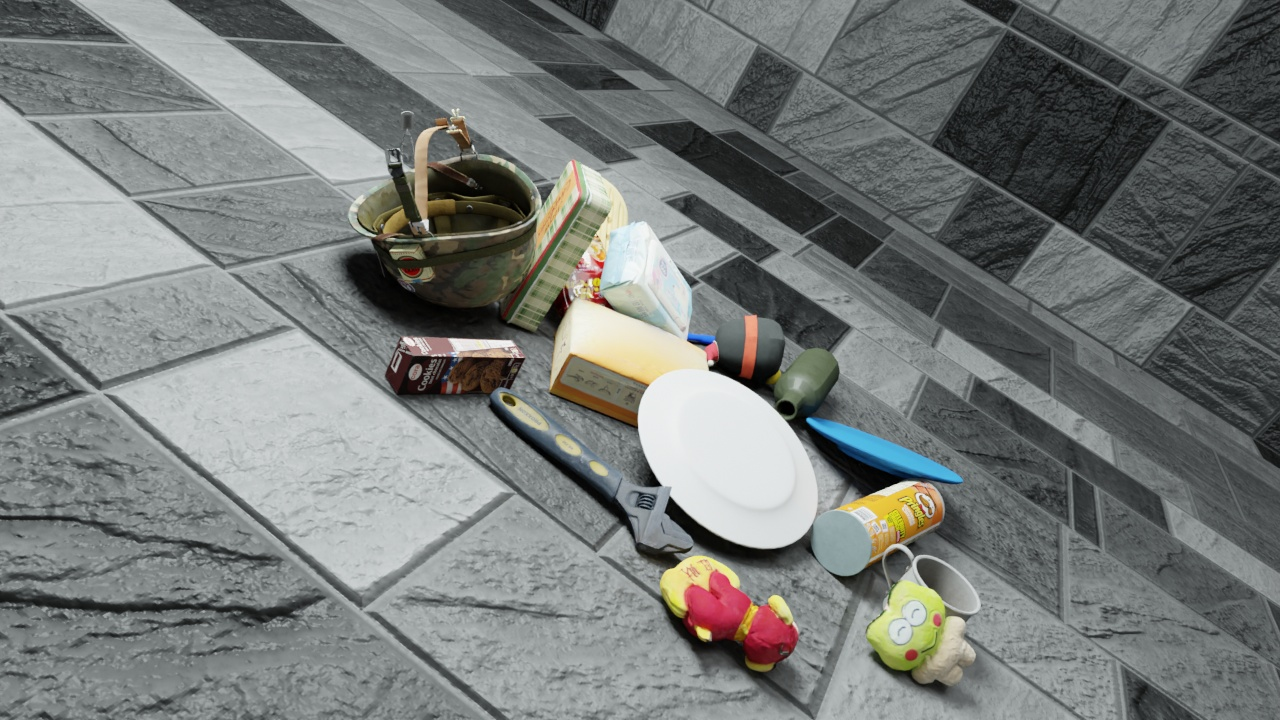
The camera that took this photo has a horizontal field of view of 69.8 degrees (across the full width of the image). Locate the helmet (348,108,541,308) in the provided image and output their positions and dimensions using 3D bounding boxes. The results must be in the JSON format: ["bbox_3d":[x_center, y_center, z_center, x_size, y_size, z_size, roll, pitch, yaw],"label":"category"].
[{"bbox_3d":[-0.230,-0.175,1.074,0.224,0.237,0.192,13,42,0],"label":"helmet"}]

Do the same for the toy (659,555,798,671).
[{"bbox_3d":[0.080,0.233,0.852,0.137,0.067,0.105,29,29,18],"label":"toy"}]

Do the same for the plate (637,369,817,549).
[{"bbox_3d":[0.107,0.103,1.046,0.242,0.016,0.242,21,42,-20],"label":"plate"}]

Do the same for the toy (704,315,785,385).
[{"bbox_3d":[0.153,-0.020,1.347,0.119,0.100,0.097,5,73,1],"label":"toy"}]

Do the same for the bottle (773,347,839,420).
[{"bbox_3d":[0.238,0.040,1.345,0.071,0.072,0.206,35,26,10],"label":"bottle"}]

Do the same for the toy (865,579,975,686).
[{"bbox_3d":[0.294,0.287,0.951,0.115,0.092,0.046,38,-12,-2],"label":"toy"}]

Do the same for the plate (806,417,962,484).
[{"bbox_3d":[0.334,0.133,1.279,0.224,0.024,0.224,20,6,-3],"label":"plate"}]

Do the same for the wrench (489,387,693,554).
[{"bbox_3d":[-0.054,0.112,0.958,0.273,0.022,0.073,35,55,18],"label":"wrench"}]

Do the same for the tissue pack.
[{"bbox_3d":[0.015,-0.090,1.232,0.182,0.070,0.111,50,36,-42],"label":"tissue pack"}]

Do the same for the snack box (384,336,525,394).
[{"bbox_3d":[-0.196,0.006,0.983,0.140,0.051,0.031,1,38,-45],"label":"snack box"}]

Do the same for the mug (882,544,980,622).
[{"bbox_3d":[0.310,0.260,1.021,0.113,0.071,0.084,39,27,18],"label":"mug"}]

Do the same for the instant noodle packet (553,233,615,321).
[{"bbox_3d":[-0.081,-0.112,1.254,0.098,0.040,0.135,-6,60,-24],"label":"instant noodle packet"}]

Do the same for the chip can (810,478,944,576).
[{"bbox_3d":[0.291,0.197,1.111,0.214,0.075,0.075,-6,43,-50],"label":"chip can"}]

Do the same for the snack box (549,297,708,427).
[{"bbox_3d":[-0.007,0.007,1.142,0.195,0.081,0.145,22,27,-14],"label":"snack box"}]

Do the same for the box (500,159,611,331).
[{"bbox_3d":[-0.114,-0.146,1.167,0.050,0.206,0.117,23,28,-27],"label":"box"}]

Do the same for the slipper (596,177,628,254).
[{"bbox_3d":[-0.081,-0.184,1.424,0.111,0.079,0.260,19,47,-21],"label":"slipper"}]

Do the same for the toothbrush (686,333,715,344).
[{"bbox_3d":[0.074,-0.033,1.377,0.182,0.018,0.016,7,33,-43],"label":"toothbrush"}]
